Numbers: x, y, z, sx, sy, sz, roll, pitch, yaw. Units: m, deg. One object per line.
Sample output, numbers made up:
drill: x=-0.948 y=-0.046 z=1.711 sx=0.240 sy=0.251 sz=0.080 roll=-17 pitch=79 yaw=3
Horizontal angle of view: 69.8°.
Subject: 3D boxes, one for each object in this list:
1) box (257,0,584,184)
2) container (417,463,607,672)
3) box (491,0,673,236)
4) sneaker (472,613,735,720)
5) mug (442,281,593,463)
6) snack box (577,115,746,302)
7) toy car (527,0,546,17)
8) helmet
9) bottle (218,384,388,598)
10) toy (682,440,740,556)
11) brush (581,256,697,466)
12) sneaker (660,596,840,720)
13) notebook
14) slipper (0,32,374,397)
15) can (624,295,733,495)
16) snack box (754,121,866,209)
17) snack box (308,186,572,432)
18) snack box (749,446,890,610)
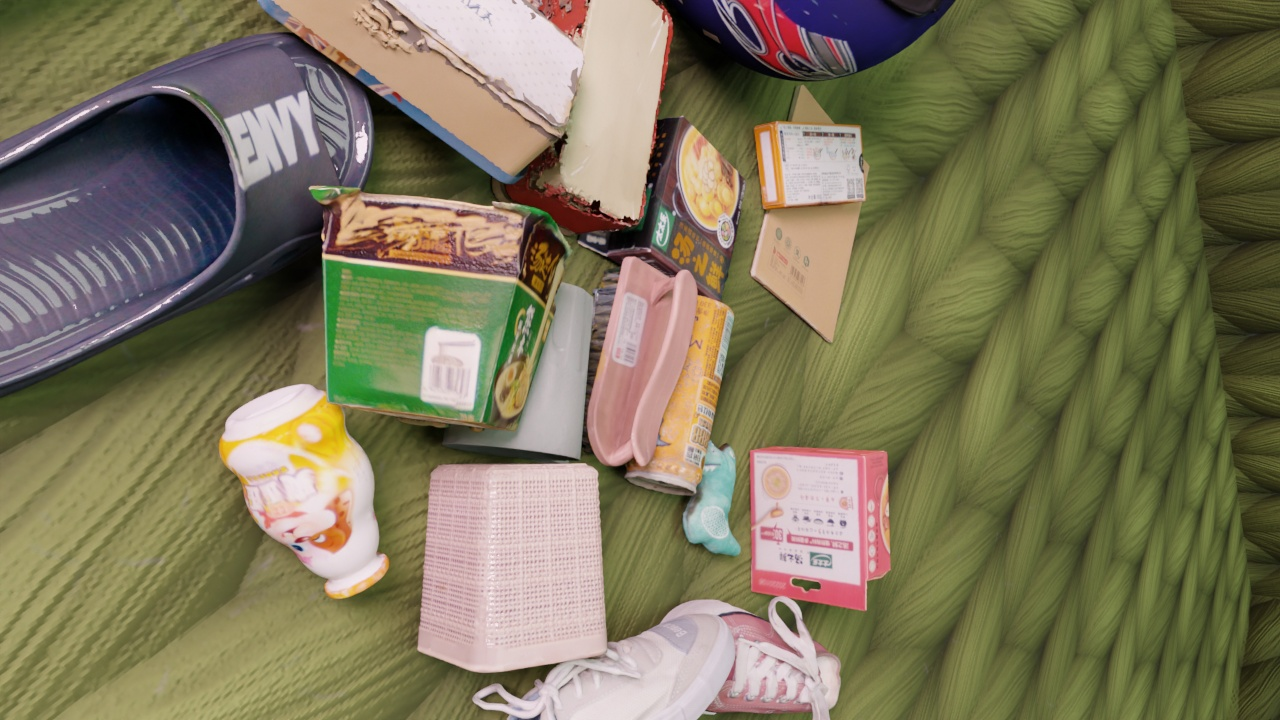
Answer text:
box: x=-0.107 y=-0.177 z=0.500 sx=0.184 sy=0.059 sz=0.089 roll=37 pitch=44 yaw=-30
container: x=-0.077 y=0.117 z=0.548 sx=0.089 sy=0.090 sz=0.111 roll=4 pitch=83 yaw=-38
box: x=-0.032 y=-0.176 z=0.617 sx=0.091 sy=0.080 sz=0.168 roll=21 pitch=73 yaw=-46
sneaker: x=-0.040 y=0.223 z=0.595 sx=0.241 sy=0.090 sz=0.091 roll=-32 pitch=106 yaw=-34
mug: x=-0.068 y=0.010 z=0.583 sx=0.124 sy=0.084 sz=0.103 roll=36 pitch=59 yaw=-72
snack box: x=0.022 y=-0.115 z=0.703 sx=0.125 sy=0.053 sz=0.113 roll=30 pitch=67 yaw=-49
toy car: x=-0.111 y=-0.240 z=0.537 sx=0.042 sy=0.070 sz=0.158 roll=-53 pitch=126 yaw=-12
helmet: x=0.109 y=-0.347 z=0.655 sx=0.240 sy=0.247 sz=0.315 roll=-45 pitch=136 yaw=3
bottle: x=-0.167 y=0.068 z=0.471 sx=0.063 sy=0.063 sz=0.108 roll=-38 pitch=116 yaw=-42
toy: x=0.053 y=0.106 z=0.744 sx=0.096 sy=0.030 sz=0.091 roll=27 pitch=64 yaw=-37
brush: x=-0.004 y=0.004 z=0.649 sx=0.063 sy=0.073 sz=0.145 roll=28 pitch=71 yaw=-45
sneaker: x=0.107 y=0.254 z=0.752 sx=0.241 sy=0.088 sz=0.118 roll=27 pitch=69 yaw=-42
notebook: x=0.171 y=-0.141 z=0.895 sx=0.147 sy=0.008 sz=0.207 roll=33 pitch=65 yaw=-43
slipper: x=-0.212 y=-0.069 z=0.413 sx=0.267 sy=0.083 sz=0.111 roll=-44 pitch=122 yaw=-38
can: x=0.030 y=0.025 z=0.696 sx=0.058 sy=0.058 sz=0.145 roll=29 pitch=68 yaw=-44
snack box: x=0.163 y=-0.183 z=0.862 sx=0.153 sy=0.026 sz=0.075 roll=-14 pitch=99 yaw=-47
snack box: x=-0.102 y=-0.019 z=0.473 sx=0.117 sy=0.118 sz=0.105 roll=54 pitch=42 yaw=-81
snack box: x=0.153 y=0.140 z=0.789 sx=0.044 sy=0.113 sz=0.127 roll=-1 pitch=90 yaw=-49
